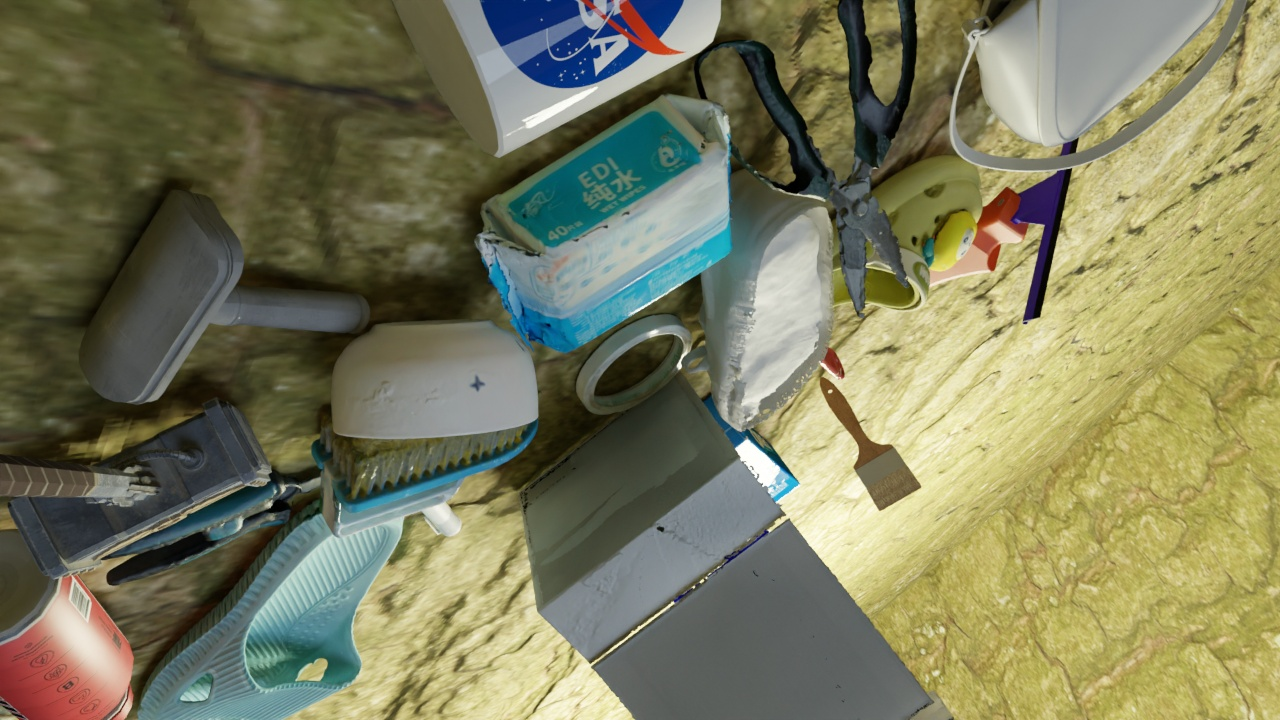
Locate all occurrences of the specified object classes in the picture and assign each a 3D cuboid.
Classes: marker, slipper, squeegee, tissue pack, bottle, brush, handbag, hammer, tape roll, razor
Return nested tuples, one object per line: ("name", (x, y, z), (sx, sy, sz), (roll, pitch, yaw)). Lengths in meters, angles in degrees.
("marker", (-0.150, 0.092, 0.626), (0.020, 0.017, 0.134), (-28, 152, -8))
("slipper", (-0.243, 0.191, 0.619), (0.277, 0.069, 0.115), (-48, 148, 20))
("squeegee", (0.269, -0.096, 0.758), (0.248, 0.055, 0.185), (-63, -171, -31))
("tissue pack", (-0.015, -0.070, 0.480), (0.144, 0.061, 0.093), (-33, 152, -11))
("slipper", (0.186, -0.079, 0.687), (0.190, 0.081, 0.092), (-31, 150, -5))
("bottle", (-0.311, 0.155, 0.485), (0.062, 0.062, 0.177), (-23, 150, -26))
("brush", (-0.122, 0.054, 0.551), (0.135, 0.055, 0.075), (-16, 139, -36))
("brush", (0.212, 0.073, 0.884), (0.045, 0.143, 0.008), (-31, 153, 8))
("handbag", (0.273, -0.229, 0.542), (0.216, 0.095, 0.222), (-42, 147, 6))
("slipper", (0.079, -0.030, 0.638), (0.112, 0.074, 0.247), (-22, 146, -8))
("hammer", (-0.194, 0.039, 0.303), (0.098, 0.044, 0.323), (-28, 180, -18))
("tape roll", (-0.004, 0.004, 0.663), (0.093, 0.013, 0.093), (-28, 152, -16))
("brush", (0.136, -0.007, 0.788), (0.030, 0.041, 0.172), (-26, 157, 22))
("razor", (-0.167, -0.024, 0.402), (0.088, 0.047, 0.116), (-47, 159, 20))

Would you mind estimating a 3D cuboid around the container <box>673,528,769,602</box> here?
("container", (0.080, 0.192, 0.857), (0.084, 0.085, 0.113), (-42, 154, 13))

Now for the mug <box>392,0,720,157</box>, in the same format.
("mug", (-0.039, -0.146, 0.317), (0.090, 0.091, 0.121), (-31, 118, -12))

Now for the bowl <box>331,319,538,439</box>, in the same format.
("bowl", (-0.105, 0.006, 0.469), (0.105, 0.054, 0.105), (-3, -177, 0))

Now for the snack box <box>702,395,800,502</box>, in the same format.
("snack box", (0.044, 0.141, 0.890), (0.195, 0.056, 0.239), (-39, 154, 6))

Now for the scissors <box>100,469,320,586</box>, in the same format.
("scissors", (-0.230, 0.085, 0.519), (0.129, 0.019, 0.138), (-43, 154, 11))

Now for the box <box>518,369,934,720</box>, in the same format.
("box", (0.084, 0.220, 0.569), (0.167, 0.506, 0.148), (-38, 149, 4))

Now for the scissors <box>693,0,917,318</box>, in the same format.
("scissors", (0.095, -0.106, 0.508), (0.154, 0.015, 0.209), (-17, 114, -21))
